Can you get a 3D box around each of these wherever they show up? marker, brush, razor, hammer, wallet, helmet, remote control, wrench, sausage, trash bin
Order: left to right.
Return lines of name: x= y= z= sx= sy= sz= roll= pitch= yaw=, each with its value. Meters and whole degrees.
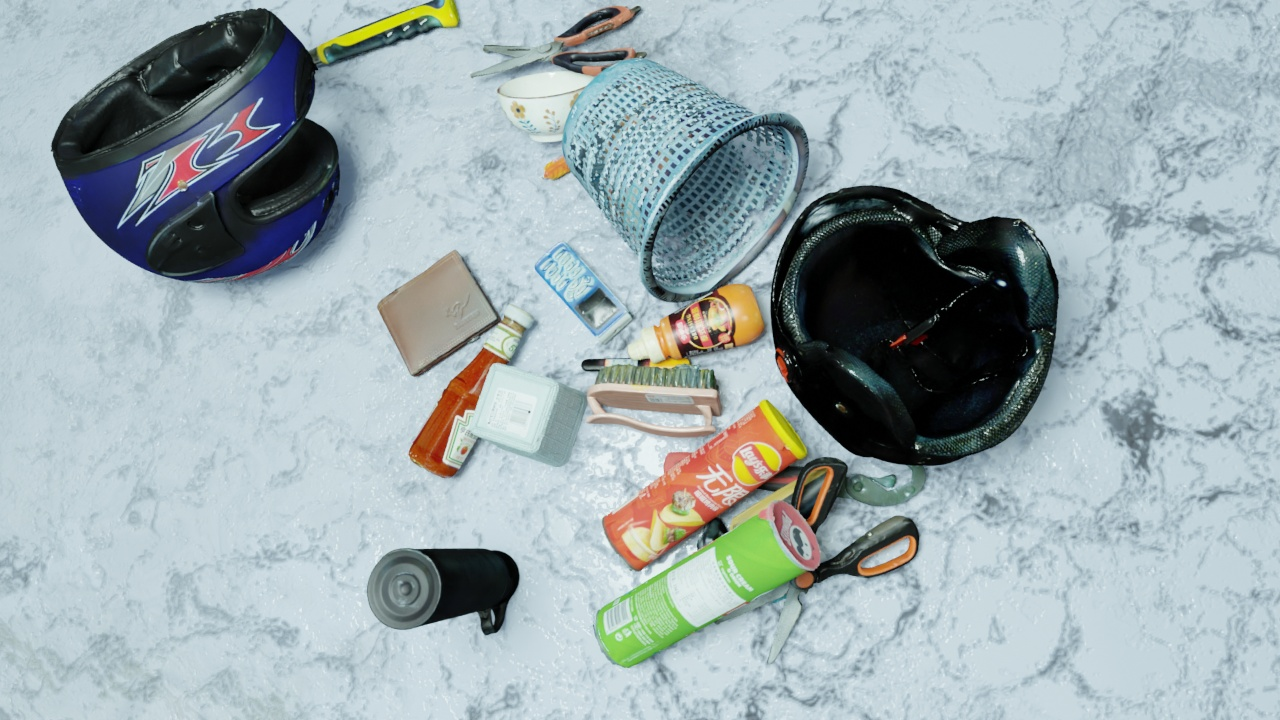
helmet: x=-0.459 y=-0.217 z=1.024 sx=0.316 sy=0.240 sz=0.246 roll=-21 pitch=50 yaw=14
hammer: x=-0.385 y=-0.395 z=1.157 sx=0.323 sy=0.032 sz=0.126 roll=-17 pitch=78 yaw=6
wallet: x=-0.236 y=-0.054 z=1.066 sx=0.124 sy=0.032 sz=0.101 roll=-34 pitch=78 yaw=3
remote control: x=-0.066 y=-0.078 z=1.043 sx=0.049 sy=0.024 sz=0.125 roll=-42 pitch=74 yaw=0
sausage: x=-0.046 y=-0.257 z=1.075 sx=0.165 sy=0.021 sz=0.021 roll=-30 pitch=76 yaw=3
marker: x=-0.006 y=0.006 z=1.022 sx=0.124 sy=0.015 sz=0.018 roll=1 pitch=57 yaw=12
brush: x=0.013 y=0.043 z=0.986 sx=0.146 sy=0.063 sz=0.073 roll=3 pitch=69 yaw=11
trash bin: x=0.031 y=-0.208 z=0.970 sx=0.226 sy=0.226 sz=0.195 roll=-44 pitch=63 yaw=-1
razor: x=0.133 y=0.159 z=0.944 sx=0.167 sy=0.062 sz=0.067 roll=-35 pitch=42 yaw=5
wrench: x=0.159 y=0.122 z=0.969 sx=0.273 sy=0.016 sz=0.056 roll=1 pitch=82 yaw=10
helmet: x=0.243 y=-0.026 z=0.875 sx=0.233 sy=0.230 sz=0.274 roll=-35 pitch=76 yaw=-13

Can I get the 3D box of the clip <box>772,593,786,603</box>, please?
clip: x=0.159 y=0.231 z=0.950 sx=0.055 sy=0.013 sz=0.038 roll=-19 pitch=77 yaw=7

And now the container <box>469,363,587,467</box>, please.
container: x=-0.121 y=0.057 z=0.982 sx=0.090 sy=0.111 sz=0.090 roll=16 pitch=82 yaw=13

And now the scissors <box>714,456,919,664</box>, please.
scissors: x=0.175 y=0.197 z=0.923 sx=0.221 sy=0.021 sz=0.229 roll=-10 pitch=105 yaw=-6

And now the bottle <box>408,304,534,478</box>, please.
bottle: x=-0.184 y=0.032 z=1.025 sx=0.060 sy=0.060 sz=0.206 roll=29 pitch=85 yaw=14

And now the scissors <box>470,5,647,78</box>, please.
scissors: x=-0.090 y=-0.368 z=1.084 sx=0.226 sy=0.015 sz=0.189 roll=-33 pitch=51 yaw=-9

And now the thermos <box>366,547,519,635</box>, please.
thermos: x=-0.176 y=0.226 z=0.892 sx=0.068 sy=0.242 sz=0.090 roll=-20 pitch=75 yaw=6

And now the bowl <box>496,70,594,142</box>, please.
bowl: x=-0.106 y=-0.291 z=1.062 sx=0.113 sy=0.113 sz=0.062 roll=1 pitch=122 yaw=10

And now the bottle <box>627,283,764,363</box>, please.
bottle: x=0.057 y=-0.032 z=0.992 sx=0.149 sy=0.067 sz=0.066 roll=-20 pitch=76 yaw=7

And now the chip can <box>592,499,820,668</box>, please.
chip can: x=0.059 y=0.221 z=0.893 sx=0.237 sy=0.072 sz=0.072 roll=-37 pitch=74 yaw=26

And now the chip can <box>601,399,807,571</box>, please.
chip can: x=0.063 y=0.129 z=0.940 sx=0.217 sy=0.073 sz=0.073 roll=-36 pitch=75 yaw=10
